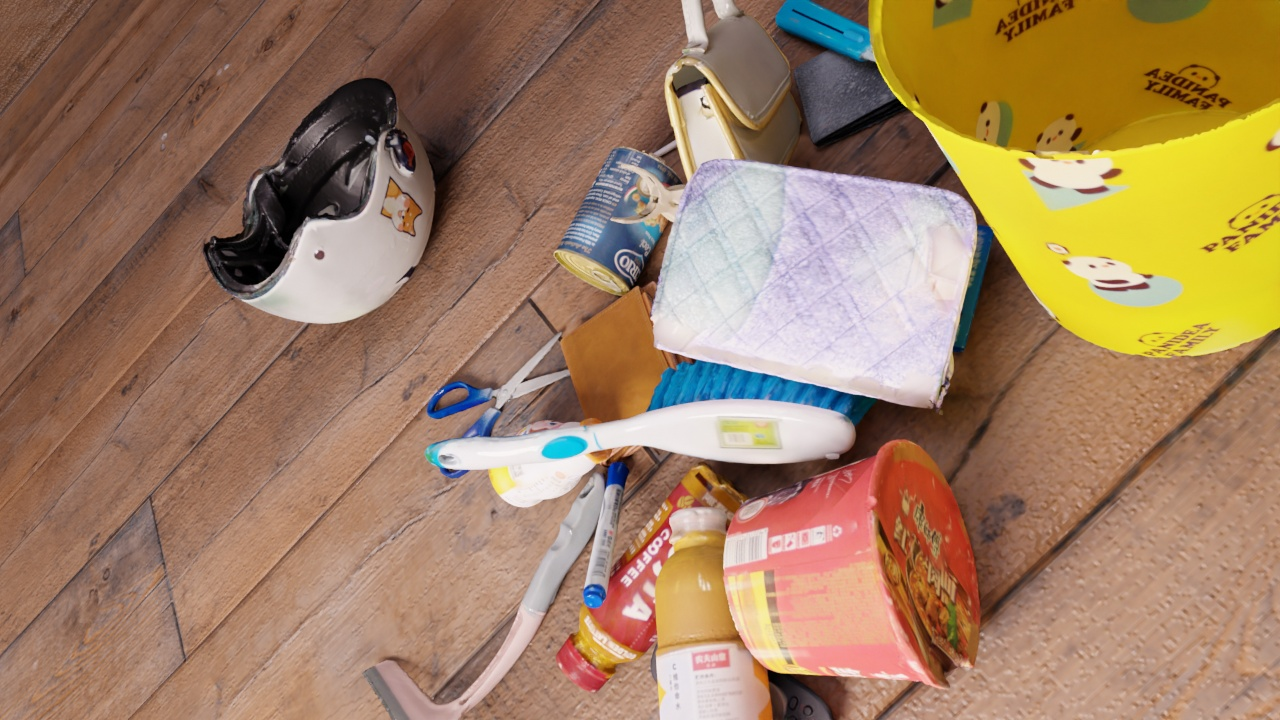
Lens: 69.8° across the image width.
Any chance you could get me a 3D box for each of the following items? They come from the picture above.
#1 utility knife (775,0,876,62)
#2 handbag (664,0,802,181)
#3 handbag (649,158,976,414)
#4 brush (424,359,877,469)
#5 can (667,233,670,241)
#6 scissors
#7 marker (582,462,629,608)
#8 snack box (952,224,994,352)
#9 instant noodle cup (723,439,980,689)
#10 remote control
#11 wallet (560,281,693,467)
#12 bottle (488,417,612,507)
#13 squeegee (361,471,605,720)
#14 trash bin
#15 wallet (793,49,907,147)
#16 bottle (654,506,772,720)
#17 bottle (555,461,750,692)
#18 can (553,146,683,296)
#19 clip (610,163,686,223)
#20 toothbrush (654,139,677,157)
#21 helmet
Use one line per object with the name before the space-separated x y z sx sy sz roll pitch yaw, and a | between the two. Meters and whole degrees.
utility knife | 0.181 -0.263 0.758 0.034 0.018 0.238 -43 40 4
handbag | 0.069 -0.227 0.711 0.063 0.179 0.162 -8 29 27
handbag | 0.114 -0.051 0.599 0.194 0.075 0.134 14 85 20
brush | 0.002 0.042 0.656 0.315 0.060 0.109 0 34 22
can | 0.076 -0.090 0.729 0.094 0.066 0.066 -14 59 29
scissors | -0.137 0.036 0.847 0.164 0.012 0.162 17 75 39
marker | -0.024 0.124 0.672 0.017 0.017 0.145 -27 24 20
snack box | 0.156 -0.065 0.642 0.157 0.026 0.084 15 87 18
instant noodle cup | 0.122 0.123 0.545 0.109 0.138 0.137 -19 56 36
remote control | 0.066 0.217 0.599 0.136 0.024 0.053 19 80 37
wallet | -0.004 0.004 0.756 0.119 0.035 0.130 -33 53 17
bottle | -0.071 0.078 0.734 0.109 0.063 0.063 -24 53 38
squeegee | -0.092 0.197 0.712 0.249 0.040 0.248 -56 31 -10
trash bin | 0.274 -0.134 0.489 0.230 0.255 0.229 -16 58 27
wallet | 0.190 -0.238 0.763 0.121 0.019 0.097 -23 53 25
bottle | 0.044 0.186 0.566 0.068 0.068 0.189 -17 63 27
bottle | 0.009 0.155 0.650 0.175 0.057 0.057 -51 49 1
can | -0.017 -0.123 0.806 0.075 0.075 0.111 20 78 40
clip | 0.024 -0.133 0.766 0.035 0.100 0.071 31 114 58
toothbrush | 0.055 -0.216 0.845 0.180 0.016 0.016 -25 56 22
helmet | -0.309 -0.148 0.972 0.231 0.157 0.273 -7 52 34
